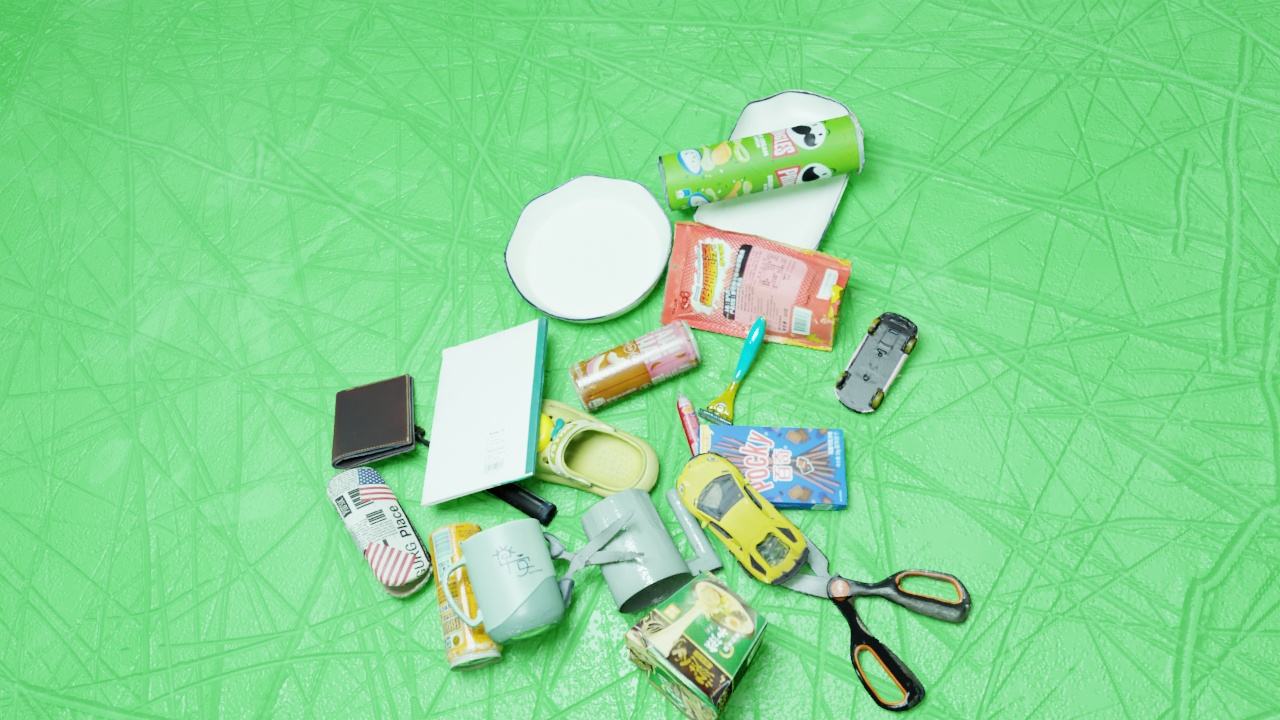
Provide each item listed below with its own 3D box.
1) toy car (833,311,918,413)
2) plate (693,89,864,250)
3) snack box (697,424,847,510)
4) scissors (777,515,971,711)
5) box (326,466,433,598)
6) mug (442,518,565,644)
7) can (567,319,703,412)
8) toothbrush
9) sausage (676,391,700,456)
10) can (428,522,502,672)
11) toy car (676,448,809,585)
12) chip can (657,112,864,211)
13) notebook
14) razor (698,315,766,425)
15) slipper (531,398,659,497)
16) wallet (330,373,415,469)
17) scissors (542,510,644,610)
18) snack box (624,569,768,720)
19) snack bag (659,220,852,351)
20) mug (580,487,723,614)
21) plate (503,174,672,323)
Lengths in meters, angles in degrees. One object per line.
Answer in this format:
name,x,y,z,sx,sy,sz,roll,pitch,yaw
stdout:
toy car,0.262,0.003,1.020,0.056,0.037,0.122,31,86,23
plate,0.172,-0.221,1.137,0.162,0.034,0.265,18,70,16
snack box,0.139,0.114,0.981,0.157,0.026,0.084,2,66,1
scissors,0.218,0.247,0.921,0.221,0.022,0.223,-7,65,6
box,-0.286,0.178,1.003,0.074,0.079,0.163,-34,59,-12
mug,-0.140,0.228,0.922,0.111,0.082,0.106,-13,70,-19
can,-0.006,0.006,1.048,0.147,0.058,0.058,-23,64,-2
toothbrush,-0.187,0.125,1.043,0.213,0.026,0.027,27,43,21
sausage,0.066,0.102,1.014,0.020,0.020,0.155,-17,65,1
can,-0.185,0.247,0.967,0.058,0.058,0.146,-16,64,1
toy car,0.101,0.160,0.933,0.071,0.041,0.156,-44,87,-1
chip can,0.140,-0.233,1.088,0.236,0.072,0.072,-11,64,4
notebook,-0.174,0.054,1.032,0.151,0.012,0.208,-17,51,23
razor,0.111,0.011,1.030,0.043,0.028,0.132,24,89,20
slipper,-0.071,0.092,1.007,0.191,0.082,0.091,18,71,14
wallet,-0.311,0.068,1.071,0.096,0.020,0.122,-14,43,-2
scissors,-0.064,0.206,0.940,0.159,0.014,0.172,27,104,40
snack box,0.062,0.277,0.890,0.117,0.118,0.105,37,66,22
snack bag,0.129,-0.083,1.053,0.208,0.073,0.129,13,108,13
mug,0.011,0.192,0.957,0.123,0.084,0.103,-14,59,-28
plate,-0.061,-0.133,1.129,0.205,0.045,0.204,-4,65,9
